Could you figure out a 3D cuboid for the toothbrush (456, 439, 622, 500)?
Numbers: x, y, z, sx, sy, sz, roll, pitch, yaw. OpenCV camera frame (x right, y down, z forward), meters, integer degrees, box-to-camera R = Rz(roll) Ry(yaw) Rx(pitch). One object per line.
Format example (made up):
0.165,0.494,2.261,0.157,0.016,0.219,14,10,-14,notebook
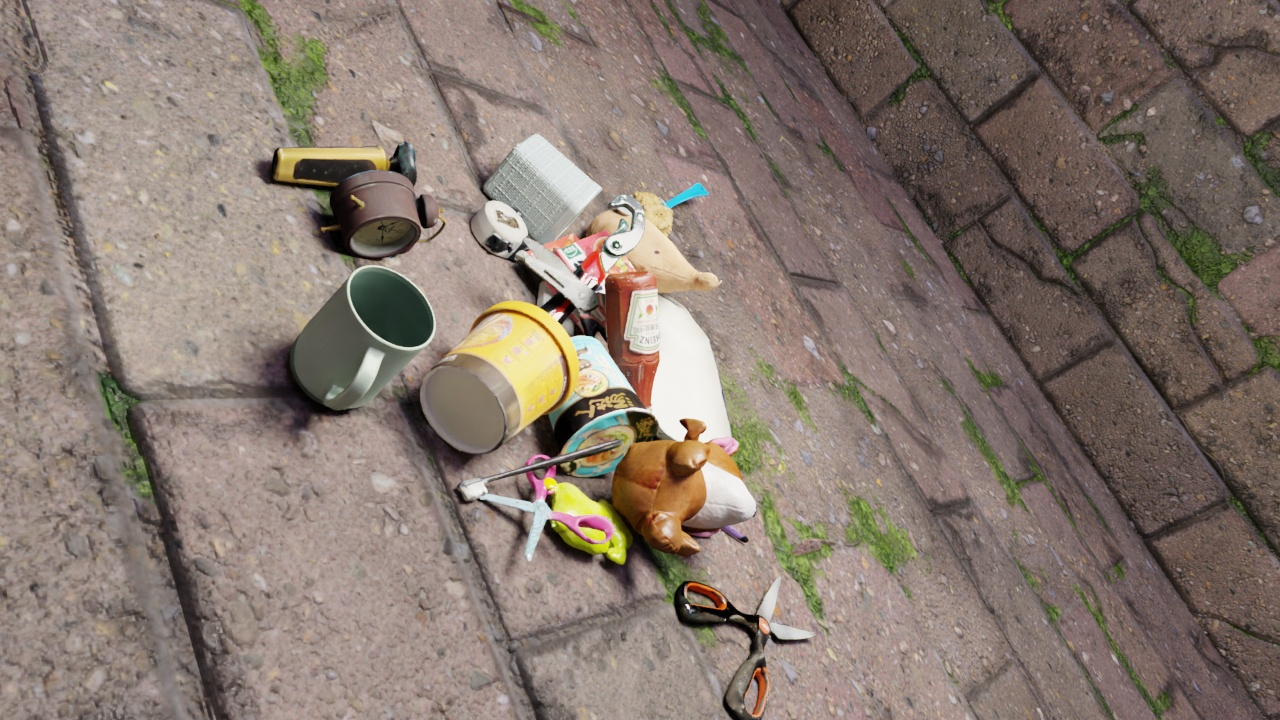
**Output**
-0.089,0.100,0.868,0.180,0.016,0.018,-14,59,-36,toothbrush

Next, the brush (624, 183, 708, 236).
0.052,-0.250,1.460,0.083,0.046,0.253,49,36,3,brush

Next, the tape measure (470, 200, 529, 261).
-0.165,-0.155,1.084,0.066,0.034,0.065,13,45,-47,tape measure

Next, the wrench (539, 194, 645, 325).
-0.071,-0.088,1.031,0.056,0.016,0.272,38,62,-7,wrench

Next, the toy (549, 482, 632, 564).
-0.049,0.160,0.900,0.100,0.031,0.096,1,53,-58,toy

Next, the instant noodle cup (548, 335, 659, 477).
-0.055,0.042,0.959,0.111,0.111,0.120,13,39,-47,instant noodle cup

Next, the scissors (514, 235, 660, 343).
-0.061,-0.050,1.010,0.204,0.015,0.199,-8,102,-37,scissors

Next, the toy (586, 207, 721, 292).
0.012,-0.133,1.194,0.143,0.083,0.226,4,25,-30,toy

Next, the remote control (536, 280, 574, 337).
-0.098,-0.047,1.067,0.049,0.024,0.124,34,35,-28,remote control

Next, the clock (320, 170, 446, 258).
-0.249,-0.141,0.908,0.121,0.082,0.055,7,56,-49,clock

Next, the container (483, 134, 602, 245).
-0.125,-0.213,1.151,0.111,0.090,0.090,42,31,-8,container

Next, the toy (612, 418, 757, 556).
0.058,0.136,0.967,0.130,0.140,0.199,20,-1,23,toy

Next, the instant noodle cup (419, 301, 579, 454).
-0.135,0.020,0.860,0.118,0.119,0.114,48,38,-5,instant noodle cup

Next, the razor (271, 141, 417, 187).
-0.297,-0.195,0.933,0.067,0.062,0.167,32,25,30,razor

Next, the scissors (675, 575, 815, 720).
0.119,0.291,0.993,0.227,0.022,0.220,40,32,-18,scissors

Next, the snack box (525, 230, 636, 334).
-0.060,-0.103,1.099,0.127,0.044,0.113,53,36,2,snack box

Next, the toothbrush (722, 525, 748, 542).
0.059,0.163,1.061,0.189,0.014,0.016,37,21,-23,toothbrush

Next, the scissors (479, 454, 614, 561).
-0.086,0.137,0.849,0.134,0.017,0.133,19,35,-6,scissors

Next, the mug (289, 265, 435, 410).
-0.233,-0.005,0.754,0.082,0.107,0.111,32,35,-31,mug

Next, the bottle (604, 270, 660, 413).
-0.006,0.006,1.011,0.059,0.060,0.206,-19,108,-58,bottle

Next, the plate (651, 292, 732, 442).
0.037,0.015,1.171,0.162,0.034,0.265,26,38,-34,plate
